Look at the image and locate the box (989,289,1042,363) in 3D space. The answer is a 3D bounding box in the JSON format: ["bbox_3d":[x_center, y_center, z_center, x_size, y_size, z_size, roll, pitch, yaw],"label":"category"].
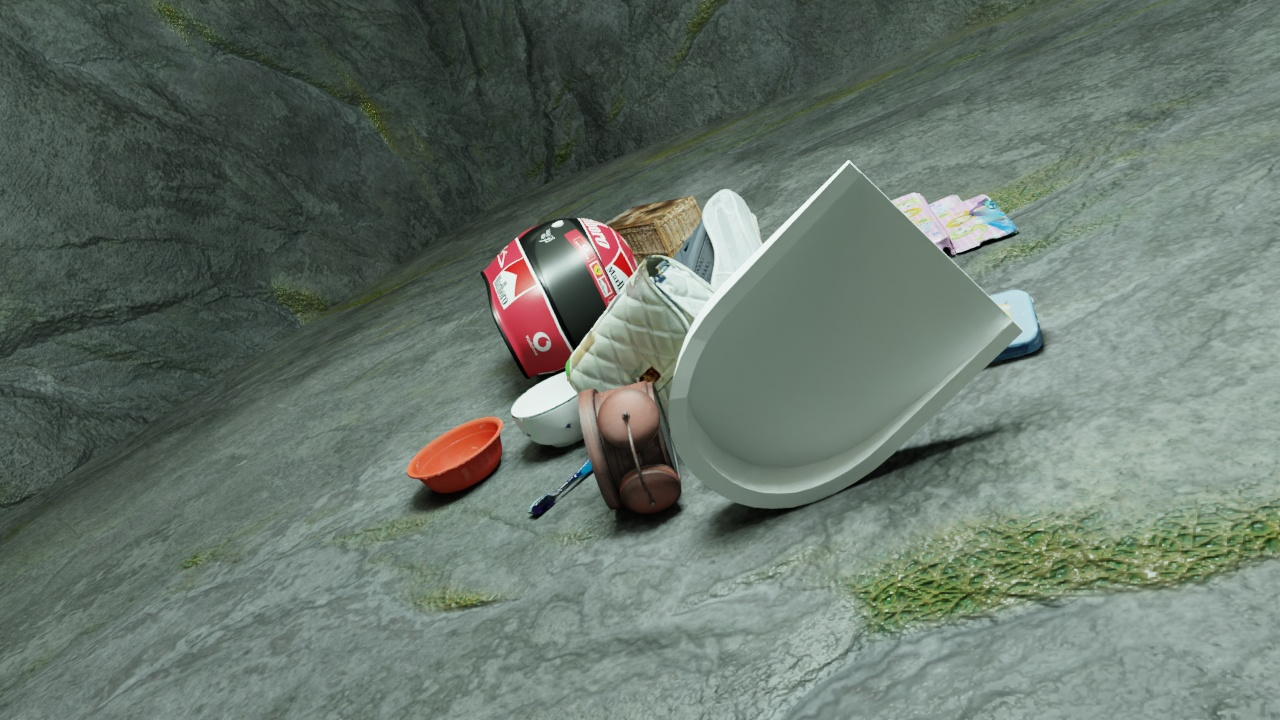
[{"bbox_3d":[0.266,-0.017,0.870,0.210,0.059,0.068,-17,23,26],"label":"box"}]

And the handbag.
[{"bbox_3d":[0.013,-0.006,0.956,0.195,0.139,0.072,-51,0,44],"label":"handbag"}]

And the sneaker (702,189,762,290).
[{"bbox_3d":[0.146,-0.128,1.239,0.090,0.090,0.241,-36,40,31],"label":"sneaker"}]

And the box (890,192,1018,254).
[{"bbox_3d":[0.383,-0.181,1.196,0.159,0.035,0.229,-21,20,15],"label":"box"}]

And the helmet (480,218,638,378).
[{"bbox_3d":[-0.109,-0.106,1.377,0.224,0.198,0.271,-27,27,-3],"label":"helmet"}]

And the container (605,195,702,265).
[{"bbox_3d":[0.025,-0.206,1.601,0.113,0.113,0.199,-38,23,-33],"label":"container"}]

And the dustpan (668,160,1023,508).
[{"bbox_3d":[0.139,0.006,0.729,0.258,0.191,0.053,-45,11,23],"label":"dustpan"}]

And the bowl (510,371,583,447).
[{"bbox_3d":[-0.093,0.063,1.103,0.113,0.063,0.113,-23,18,8],"label":"bowl"}]

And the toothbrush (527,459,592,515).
[{"bbox_3d":[-0.052,0.110,1.001,0.188,0.016,0.017,-38,12,-32],"label":"toothbrush"}]

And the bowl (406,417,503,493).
[{"bbox_3d":[-0.219,0.123,1.129,0.130,0.045,0.130,-23,19,8],"label":"bowl"}]

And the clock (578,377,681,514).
[{"bbox_3d":[-0.008,0.080,0.866,0.072,0.120,0.157,-16,11,4],"label":"clock"}]

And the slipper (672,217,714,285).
[{"bbox_3d":[0.092,-0.118,1.324,0.083,0.110,0.267,-38,16,29],"label":"slipper"}]
